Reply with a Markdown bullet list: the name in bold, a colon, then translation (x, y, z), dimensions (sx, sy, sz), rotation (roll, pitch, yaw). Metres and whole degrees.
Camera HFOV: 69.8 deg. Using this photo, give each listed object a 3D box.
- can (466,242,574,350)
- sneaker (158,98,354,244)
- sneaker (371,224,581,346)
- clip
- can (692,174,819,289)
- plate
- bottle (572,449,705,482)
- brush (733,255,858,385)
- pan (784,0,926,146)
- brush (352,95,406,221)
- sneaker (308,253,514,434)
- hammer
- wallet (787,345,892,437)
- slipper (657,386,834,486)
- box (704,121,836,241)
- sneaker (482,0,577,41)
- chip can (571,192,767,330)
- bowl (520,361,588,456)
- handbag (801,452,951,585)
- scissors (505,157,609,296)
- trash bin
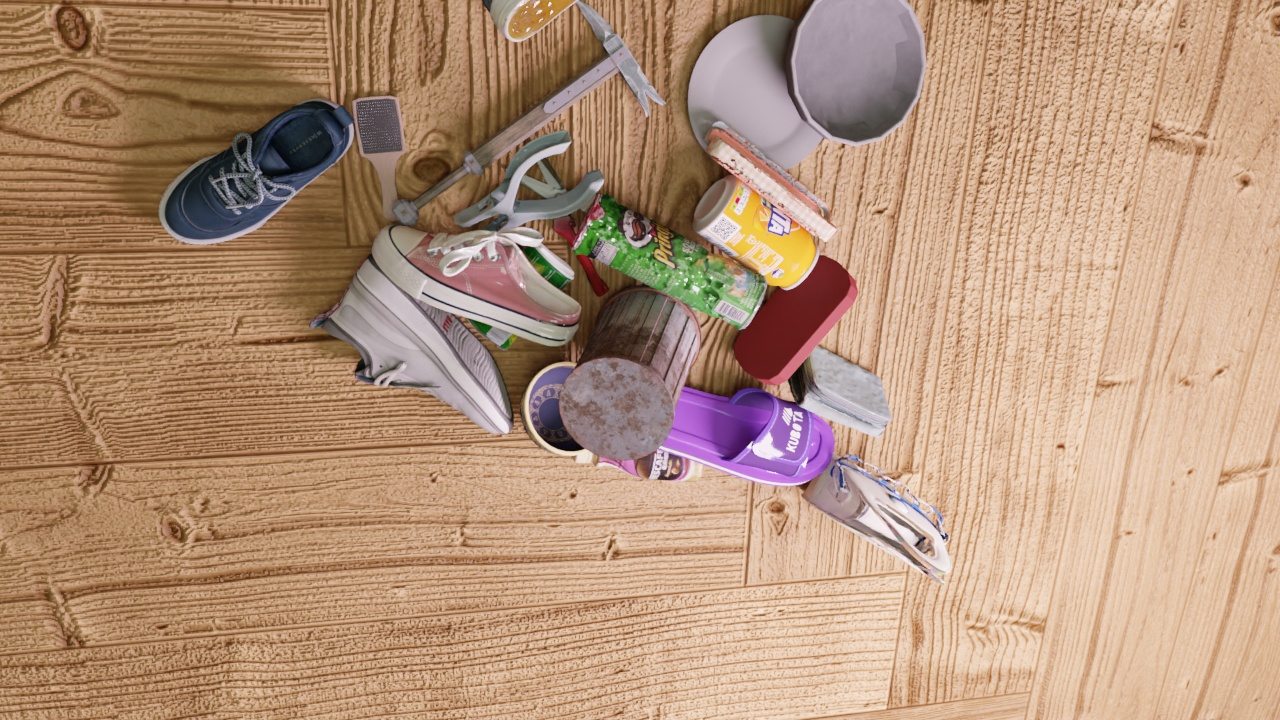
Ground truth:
- **can**: translation (-0.139, -0.077, 1.057), dimensions (0.067, 0.067, 0.121), rotation (40, 99, -22)
- **sneaker**: translation (-0.396, -0.192, 0.949), dimensions (0.235, 0.087, 0.089), rotation (-35, 113, 2)
- **sneaker**: translation (-0.170, -0.100, 0.975), dimensions (0.241, 0.118, 0.088), rotation (24, 119, 3)
- **clip**: translation (-0.109, -0.172, 1.031), dimensions (0.172, 0.029, 0.141), rotation (-34, 139, 22)
- **can**: translation (0.136, -0.149, 1.080), dimensions (0.142, 0.079, 0.079), rotation (33, 100, -21)
- **plate**: translation (0.140, -0.304, 1.060), dimensions (0.178, 0.012, 0.178), rotation (-4, 111, -10)
- **bottle**: translation (-0.003, 0.119, 1.162), dimensions (0.166, 0.059, 0.060), rotation (7, 108, -14)
- **brush**: translation (0.194, -0.047, 1.134), dimensions (0.173, 0.082, 0.042), rotation (-50, 142, 9)
- **pan**: translation (0.239, -0.422, 1.018), dimensions (0.178, 0.041, 0.357), rotation (-5, 105, -21)
- **brush**: translation (-0.280, -0.219, 1.003), dimensions (0.050, 0.015, 0.136), rotation (-7, 111, -10)
- **sneaker**: translation (-0.255, 0.006, 1.058), dimensions (0.129, 0.096, 0.263), rotation (-34, 115, 15)
- **hammer**: translation (-0.143, -0.252, 1.008), dimensions (0.317, 0.028, 0.147), rotation (-36, 103, 1)
- **wallet**: translation (0.254, 0.038, 1.168), dimensions (0.131, 0.100, 0.054), rotation (21, 130, -16)
- **slipper**: translation (0.133, 0.082, 1.140), dimensions (0.266, 0.084, 0.107), rotation (14, 62, -13)
- **box**: translation (0.150, -0.203, 1.055), dimensions (0.187, 0.083, 0.043), rotation (32, 111, -22)
- **sneaker**: translation (-0.071, -0.432, 0.946), dimensions (0.235, 0.087, 0.079), rotation (-40, 78, 1)
- **chip can**: translation (0.036, -0.110, 1.046), dimensions (0.223, 0.075, 0.075), rotation (24, 103, -12)
- **bowl**: translation (-0.097, 0.062, 1.114), dimensions (0.112, 0.061, 0.112), rotation (6, 77, -25)
- **handbag**: translation (0.320, 0.203, 1.188), dimensions (0.200, 0.199, 0.093), rotation (31, 97, -23)
- **scissors**: translation (-0.063, -0.162, 1.070), dimensions (0.179, 0.015, 0.194), rotation (-4, 111, -9)
- **trash bin**: translation (-0.006, 0.006, 1.038), dimensions (0.131, 0.210, 0.131), rotation (5, 117, 10)
